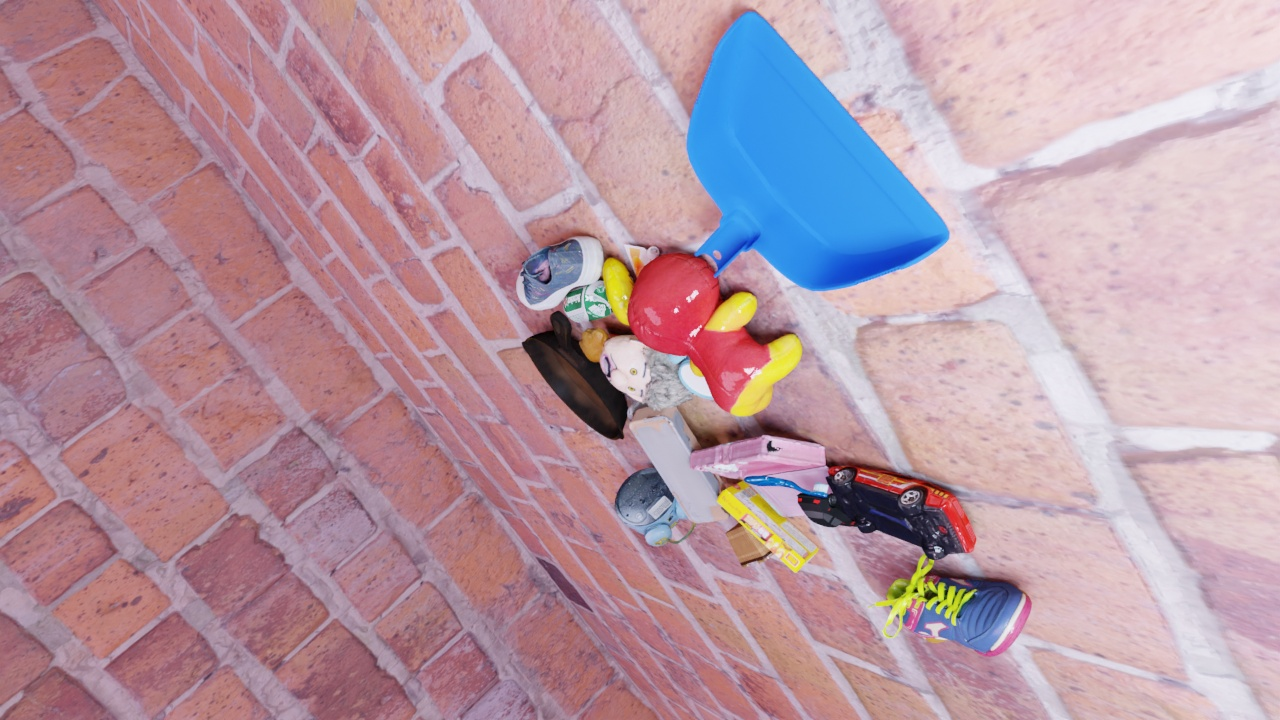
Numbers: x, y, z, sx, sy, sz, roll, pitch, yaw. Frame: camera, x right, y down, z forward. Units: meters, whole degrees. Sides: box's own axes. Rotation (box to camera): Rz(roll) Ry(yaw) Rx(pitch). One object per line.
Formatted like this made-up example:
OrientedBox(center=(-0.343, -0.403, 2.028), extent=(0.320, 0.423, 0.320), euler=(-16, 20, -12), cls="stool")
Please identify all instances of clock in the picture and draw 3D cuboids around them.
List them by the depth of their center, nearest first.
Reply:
OrientedBox(center=(0.080, 0.001, 1.166), extent=(0.087, 0.041, 0.123), euler=(9, 139, 32), cls="clock")
OrientedBox(center=(0.028, 0.257, 1.597), extent=(0.162, 0.118, 0.060), euler=(37, 168, 43), cls="clock")

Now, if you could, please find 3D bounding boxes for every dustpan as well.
OrientedBox(center=(0.118, -0.144, 0.847), extent=(0.245, 0.059, 0.258), euler=(49, 159, 1), cls="dustpan")

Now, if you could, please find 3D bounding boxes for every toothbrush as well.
OrientedBox(center=(0.178, 0.153, 1.134), extent=(0.021, 0.016, 0.132), euler=(33, 161, -37), cls="toothbrush")

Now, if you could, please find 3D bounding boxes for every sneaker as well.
OrientedBox(center=(0.344, 0.280, 1.034), extent=(0.091, 0.116, 0.242), euler=(37, 164, 3), cls="sneaker")
OrientedBox(center=(-0.136, -0.126, 1.286), extent=(0.236, 0.079, 0.087), euler=(-15, 79, 61), cls="sneaker")

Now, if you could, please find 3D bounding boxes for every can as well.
OrientedBox(center=(-0.072, -0.083, 1.306), extent=(0.053, 0.053, 0.101), euler=(54, 157, -13), cls="can")

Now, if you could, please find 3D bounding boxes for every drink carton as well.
OrientedBox(center=(0.018, -0.091, 1.159), extent=(0.069, 0.038, 0.122), euler=(19, 137, 53), cls="drink carton")

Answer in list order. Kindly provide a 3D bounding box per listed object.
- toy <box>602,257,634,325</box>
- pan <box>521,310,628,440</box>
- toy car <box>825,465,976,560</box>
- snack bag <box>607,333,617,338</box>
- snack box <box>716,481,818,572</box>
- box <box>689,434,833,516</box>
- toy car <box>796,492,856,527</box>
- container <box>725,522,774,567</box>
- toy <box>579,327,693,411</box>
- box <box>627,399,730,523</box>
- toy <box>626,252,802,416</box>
OrientedBox(center=(-0.024, -0.089, 1.200), extent=(0.095, 0.041, 0.094), euler=(69, -179, -45), cls="toy")
OrientedBox(center=(-0.103, 0.007, 1.495), extent=(0.249, 0.043, 0.357), euler=(41, 161, 19), cls="pan")
OrientedBox(center=(0.288, 0.165, 1.034), extent=(0.190, 0.056, 0.081), euler=(8, 133, 59), cls="toy car")
OrientedBox(center=(-0.011, -0.013, 1.339), extent=(0.155, 0.044, 0.087), euler=(8, 148, 49), cls="snack bag")
OrientedBox(center=(0.185, 0.238, 1.331), extent=(0.152, 0.025, 0.075), euler=(41, -160, 18), cls="snack box")
OrientedBox(center=(0.182, 0.149, 1.225), extent=(0.179, 0.059, 0.233), euler=(28, 161, -14), cls="box")
OrientedBox(center=(0.233, 0.189, 1.136), extent=(0.091, 0.036, 0.042), euler=(34, 158, -33), cls="toy car")
OrientedBox(center=(0.179, 0.272, 1.413), extent=(0.061, 0.063, 0.114), euler=(54, 159, 7), cls="container")
OrientedBox(center=(-0.007, 0.007, 1.245), extent=(0.176, 0.076, 0.133), euler=(23, 134, 12), cls="toy")
OrientedBox(center=(0.066, 0.146, 1.371), extent=(0.107, 0.094, 0.216), euler=(11, 138, 55), cls="box")
OrientedBox(center=(0.073, -0.034, 1.053), extent=(0.216, 0.098, 0.148), euler=(42, 132, 15), cls="toy")
